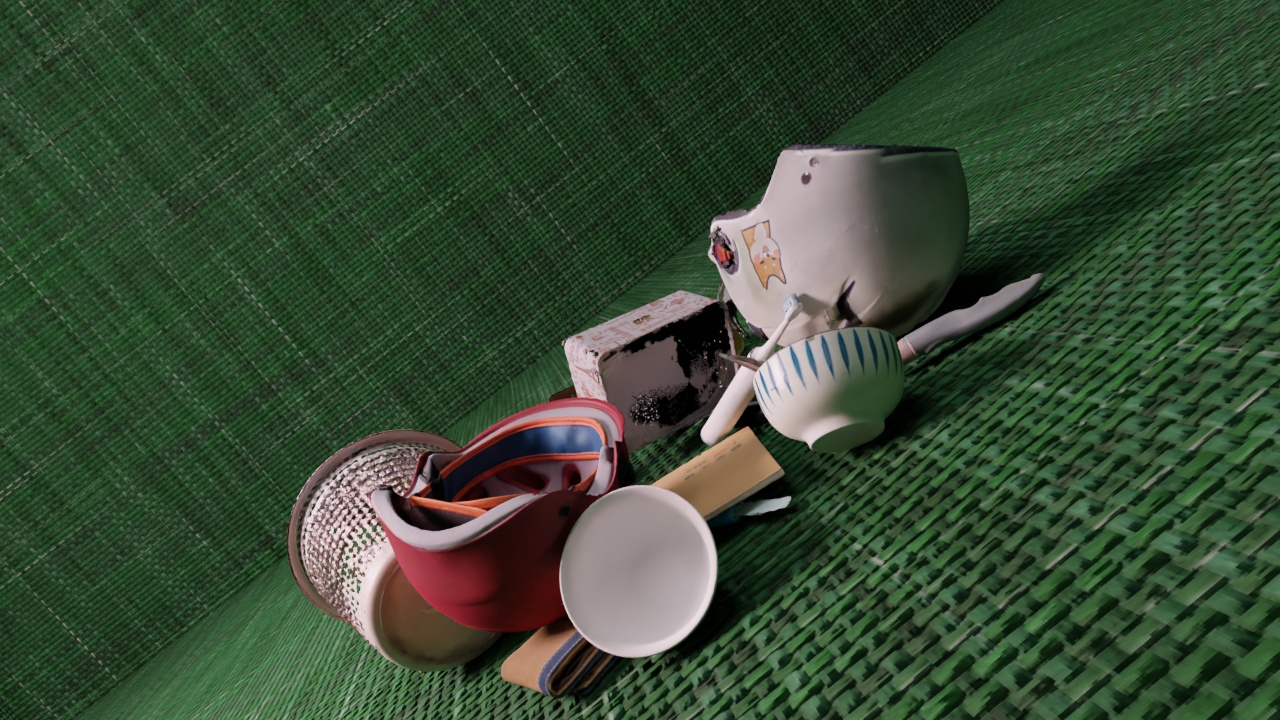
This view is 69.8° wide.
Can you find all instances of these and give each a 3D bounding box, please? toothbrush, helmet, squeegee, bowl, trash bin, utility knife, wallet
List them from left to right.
[{"bbox_3d":[-0.223,0.202,0.927,0.227,0.227,0.192,-40,28,-16],"label":"trash bin"},{"bbox_3d":[-0.096,0.136,0.779,0.207,0.144,0.239,-6,17,26],"label":"helmet"},{"bbox_3d":[-0.057,0.224,0.716,0.090,0.033,0.115,-39,8,-29],"label":"wallet"},{"bbox_3d":[0.008,0.155,0.664,0.118,0.118,0.065,-37,-29,5],"label":"bowl"},{"bbox_3d":[0.059,0.131,0.772,0.034,0.018,0.205,-35,5,-35],"label":"utility knife"},{"bbox_3d":[0.105,0.014,0.873,0.026,0.026,0.222,-11,-32,-27],"label":"toothbrush"},{"bbox_3d":[0.139,0.045,0.881,0.027,0.026,0.213,-30,6,-26],"label":"toothbrush"},{"bbox_3d":[0.151,0.030,0.711,0.116,0.066,0.117,-10,-27,-5],"label":"bowl"},{"bbox_3d":[0.193,-0.086,0.870,0.229,0.156,0.275,-2,-21,-26],"label":"helmet"},{"bbox_3d":[0.217,-0.014,0.772,0.250,0.040,0.247,-21,-15,19],"label":"squeegee"}]

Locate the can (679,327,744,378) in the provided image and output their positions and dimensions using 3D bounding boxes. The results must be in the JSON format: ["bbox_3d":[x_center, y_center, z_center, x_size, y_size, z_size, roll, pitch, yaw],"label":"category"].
[{"bbox_3d":[0.081,-0.003,1.239,0.083,0.057,0.101,-24,17,47],"label":"can"}]

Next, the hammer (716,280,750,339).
[{"bbox_3d":[0.218,-0.101,1.086,0.324,0.032,0.126,-10,59,45],"label":"hammer"}]

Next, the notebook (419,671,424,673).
[{"bbox_3d":[-0.162,0.253,1.034,0.211,0.012,0.149,-39,11,-8],"label":"notebook"}]

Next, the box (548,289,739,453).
[{"bbox_3d":[-0.007,0.007,1.079,0.182,0.157,0.193,-24,27,-25],"label":"box"}]

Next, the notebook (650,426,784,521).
[{"bbox_3d":[0.049,0.116,0.825,0.148,0.008,0.207,-32,5,2],"label":"notebook"}]
